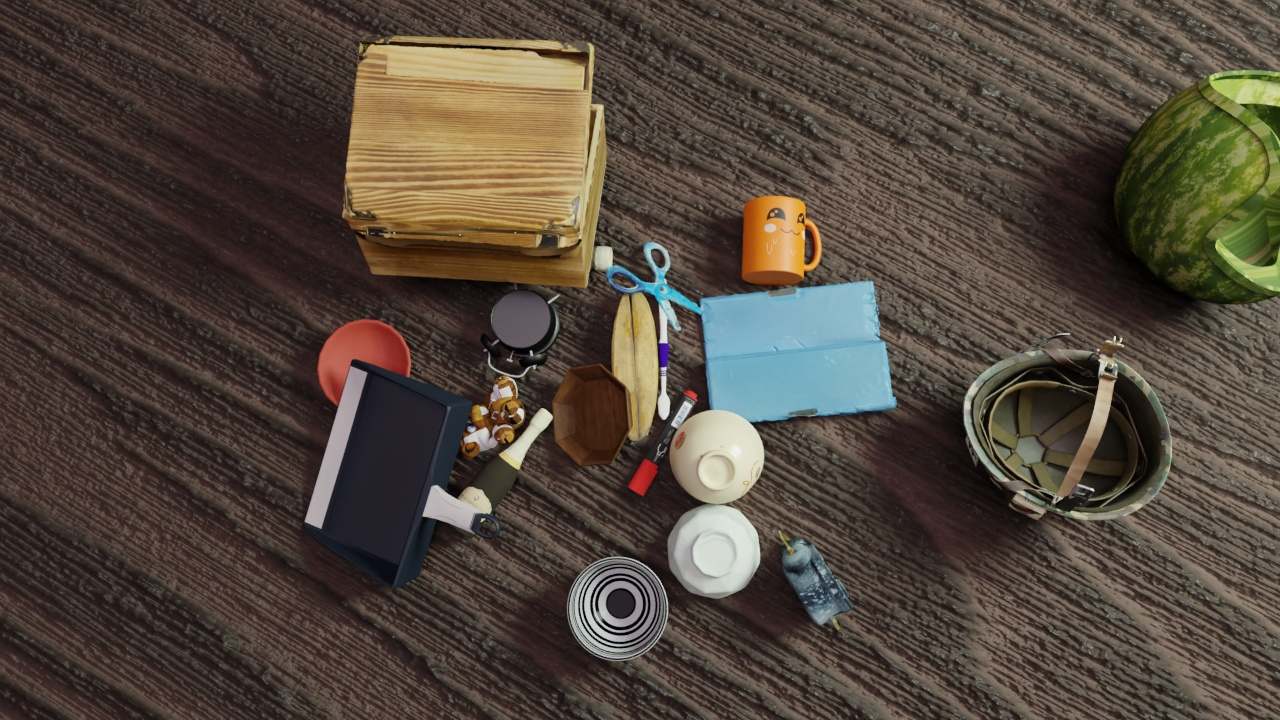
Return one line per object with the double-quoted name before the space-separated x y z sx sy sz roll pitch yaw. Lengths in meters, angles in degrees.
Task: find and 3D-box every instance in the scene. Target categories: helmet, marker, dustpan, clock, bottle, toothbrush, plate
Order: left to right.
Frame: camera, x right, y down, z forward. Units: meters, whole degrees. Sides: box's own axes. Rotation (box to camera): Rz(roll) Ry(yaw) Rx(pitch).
"dustpan" -0.282 0.151 1.110 0.273 0.080 0.236 19 95 11
"bottle" -0.174 0.138 1.158 0.045 0.045 0.184 37 85 8
"clock" -0.154 -0.038 1.186 0.091 0.042 0.120 20 83 6
"bottle" -0.121 -0.135 1.191 0.167 0.059 0.059 3 81 3
"plate" -0.056 0.068 1.146 0.132 0.025 0.131 -1 88 38
"toothbrush" 0.030 -0.016 1.186 0.015 0.016 0.186 0 79 2
"marker" 0.031 0.103 1.164 0.023 0.021 0.145 28 83 30
"clock" 0.204 0.256 1.097 0.052 0.090 0.129 -32 84 4
"helmet" 0.475 0.082 1.031 0.224 0.236 0.192 23 78 -4
"helmet" 0.678 -0.197 1.067 0.213 0.248 0.243 -15 40 -19

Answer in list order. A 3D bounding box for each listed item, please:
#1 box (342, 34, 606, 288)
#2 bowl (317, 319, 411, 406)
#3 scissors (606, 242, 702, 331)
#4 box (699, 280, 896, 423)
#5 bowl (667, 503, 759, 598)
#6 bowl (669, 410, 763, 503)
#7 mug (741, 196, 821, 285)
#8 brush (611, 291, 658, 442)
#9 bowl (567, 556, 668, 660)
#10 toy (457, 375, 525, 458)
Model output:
"box" -0.194 -0.232 1.095 0.279 0.221 0.258 5 60 2
"bowl" -0.354 0.009 1.194 0.122 0.035 0.122 -1 81 3
"scissors" 0.014 -0.091 1.173 0.127 0.012 0.137 -11 69 -28
"box" 0.195 -0.010 1.169 0.231 0.033 0.174 -7 79 3
"bowl" 0.090 0.234 1.121 0.117 0.061 0.117 0 82 3
"bowl" 0.093 0.125 1.115 0.118 0.074 0.118 1 98 4
"mug" 0.185 -0.149 1.175 0.112 0.078 0.096 8 80 -27
"brush" -0.007 0.007 1.170 0.059 0.043 0.195 -2 80 2
"bowl" -0.026 0.298 1.114 0.120 0.066 0.120 -1 81 3
"toy" -0.196 0.080 1.158 0.112 0.067 0.087 -27 44 0
